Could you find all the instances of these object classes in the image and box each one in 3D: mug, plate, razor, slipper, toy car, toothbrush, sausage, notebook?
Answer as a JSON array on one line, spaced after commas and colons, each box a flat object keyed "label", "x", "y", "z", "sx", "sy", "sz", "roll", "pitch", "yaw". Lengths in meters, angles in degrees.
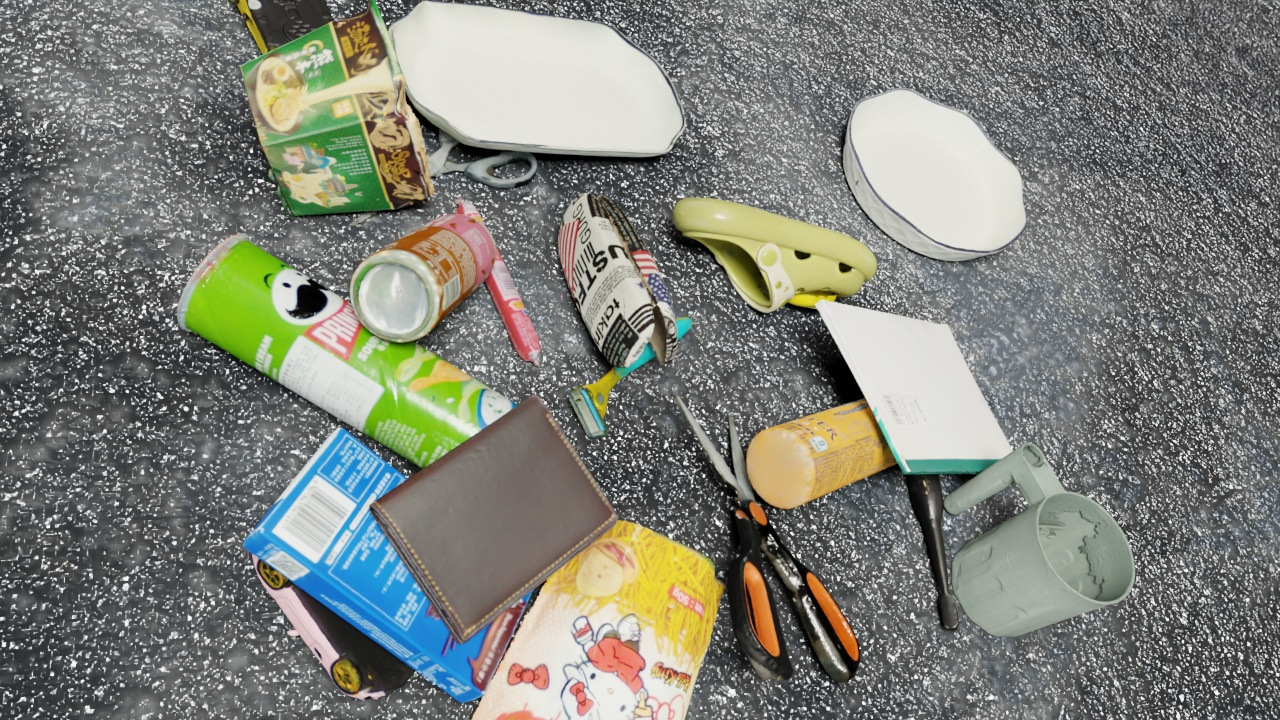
[{"label": "mug", "x": 0.290, "y": 0.138, "z": 0.694, "sx": 0.083, "sy": 0.104, "sz": 0.124, "roll": -10, "pitch": 64, "yaw": -28}, {"label": "plate", "x": 0.292, "y": -0.183, "z": 0.927, "sx": 0.204, "sy": 0.046, "sz": 0.204, "roll": 10, "pitch": 58, "yaw": -17}, {"label": "razor", "x": -0.004, "y": 0.004, "z": 0.695, "sx": 0.132, "sy": 0.028, "sz": 0.043, "roll": -43, "pitch": 117, "yaw": -35}, {"label": "slipper", "x": 0.107, "y": -0.082, "z": 0.773, "sx": 0.190, "sy": 0.092, "sz": 0.081, "roll": 14, "pitch": 95, "yaw": -26}, {"label": "toy car", "x": -0.177, "y": 0.141, "z": 0.532, "sx": 0.122, "sy": 0.037, "sz": 0.056, "roll": 54, "pitch": 40, "yaw": 2}, {"label": "toy car", "x": -0.277, "y": -0.264, "z": 0.731, "sx": 0.071, "sy": 0.041, "sz": 0.155, "roll": -19, "pitch": 68, "yaw": -31}, {"label": "toothbrush", "x": 0.230, "y": 0.109, "z": 0.736, "sx": 0.026, "sy": 0.027, "sz": 0.212, "roll": -14, "pitch": 59, "yaw": 20}, {"label": "sausage", "x": -0.109, "y": -0.062, "z": 0.696, "sx": 0.020, "sy": 0.020, "sz": 0.155, "roll": -15, "pitch": 68, "yaw": -30}, {"label": "notebook", "x": 0.233, "y": 0.024, "z": 0.747, "sx": 0.208, "sy": 0.012, "sz": 0.150, "roll": 6, "pitch": 54, "yaw": -46}, {"label": "plate", "x": -0.084, "y": -0.231, "z": 0.785, "sx": 0.265, "sy": 0.034, "sz": 0.162, "roll": -6, "pitch": 62, "yaw": -34}]

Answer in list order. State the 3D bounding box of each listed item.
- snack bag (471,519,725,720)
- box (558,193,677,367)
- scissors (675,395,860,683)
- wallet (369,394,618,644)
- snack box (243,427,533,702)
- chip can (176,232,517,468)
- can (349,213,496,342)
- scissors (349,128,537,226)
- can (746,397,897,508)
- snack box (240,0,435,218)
[{"label": "snack bag", "x": -0.029, "y": 0.204, "z": 0.551, "sx": 0.128, "sy": 0.073, "sz": 0.207, "roll": 29, "pitch": 61, "yaw": -5}, {"label": "box", "x": -0.006, "y": -0.066, "z": 0.695, "sx": 0.079, "sy": 0.074, "sz": 0.163, "roll": 3, "pitch": 41, "yaw": -28}, {"label": "scissors", "x": 0.085, "y": 0.132, "z": 0.637, "sx": 0.223, "sy": 0.022, "sz": 0.220, "roll": 47, "pitch": 25, "yaw": -15}, {"label": "wallet", "x": -0.082, "y": 0.090, "z": 0.541, "sx": 0.122, "sy": 0.020, "sz": 0.096, "roll": -35, "pitch": 93, "yaw": -29}, {"label": "snack box", "x": -0.140, "y": 0.119, "z": 0.535, "sx": 0.157, "sy": 0.026, "sz": 0.084, "roll": 42, "pitch": 40, "yaw": -15}, {"label": "chip can", "x": -0.174, "y": 0.011, "z": 0.592, "sx": 0.236, "sy": 0.072, "sz": 0.072, "roll": 32, "pitch": 53, "yaw": -3}, {"label": "can", "x": -0.140, "y": -0.059, "z": 0.613, "sx": 0.058, "sy": 0.058, "sz": 0.147, "roll": 30, "pitch": 19, "yaw": -4}, {"label": "scissors", "x": -0.162, "y": -0.158, "z": 0.736, "sx": 0.171, "sy": 0.014, "sz": 0.159, "roll": 13, "pitch": 57, "yaw": -14}, {"label": "can", "x": 0.144, "y": 0.065, "z": 0.685, "sx": 0.145, "sy": 0.058, "sz": 0.058, "roll": -11, "pitch": 65, "yaw": -44}, {"label": "snack box", "x": -0.219, "y": -0.172, "z": 0.659, "sx": 0.105, "sy": 0.118, "sz": 0.117, "roll": -17, "pitch": 64, "yaw": -13}]
